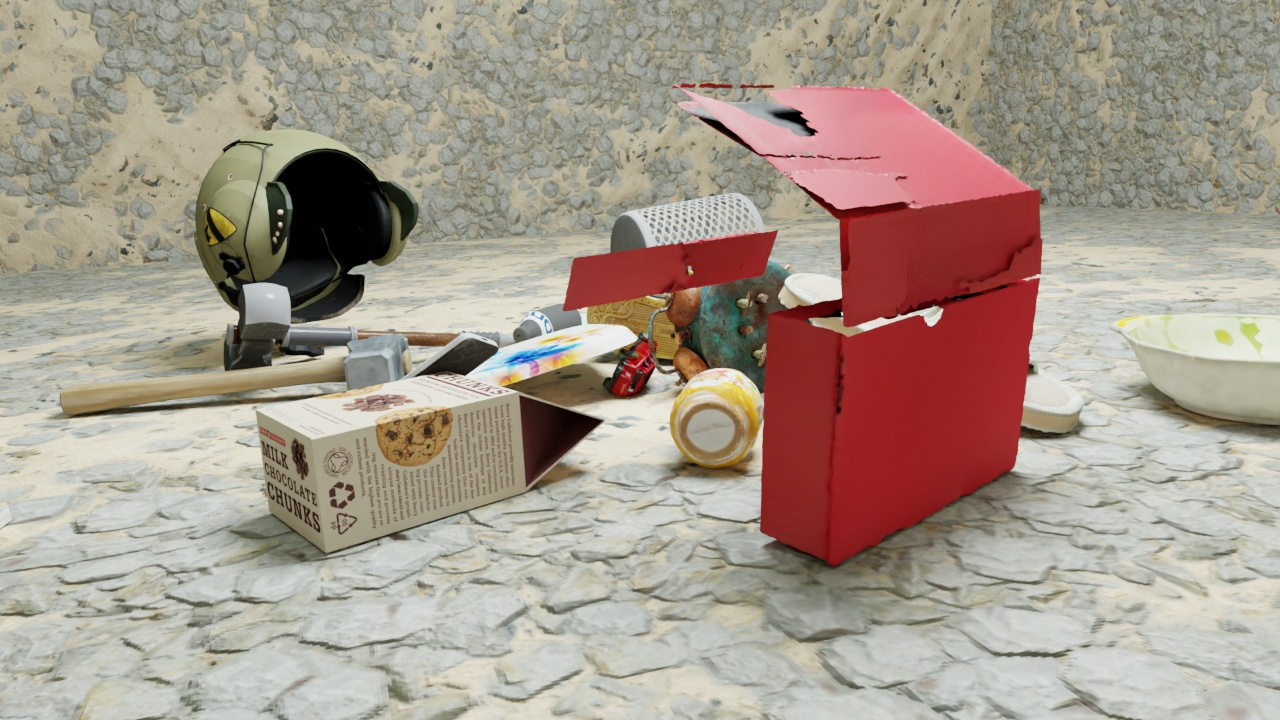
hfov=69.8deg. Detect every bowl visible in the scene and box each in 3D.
[{"bbox_3d":[0.482,0.007,0.715,0.188,0.060,0.220,-12,15,-34],"label":"bowl"}]

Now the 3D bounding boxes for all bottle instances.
[{"bbox_3d":[-0.112,-0.039,1.085,0.047,0.047,0.112,4,14,28],"label":"bottle"},{"bbox_3d":[0.059,0.036,0.669,0.063,0.063,0.109,0,12,13],"label":"bottle"}]

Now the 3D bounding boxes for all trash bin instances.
[{"bbox_3d":[0.065,-0.156,1.335,0.183,0.156,0.156,-11,15,-24],"label":"trash bin"}]

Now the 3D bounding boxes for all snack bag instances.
[{"bbox_3d":[-0.134,0.053,0.617,0.205,0.070,0.094,-13,16,-39],"label":"snack bag"}]

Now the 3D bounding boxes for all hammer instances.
[{"bbox_3d":[-0.387,0.020,0.891,0.322,0.051,0.117,-7,10,-5],"label":"hammer"},{"bbox_3d":[-0.279,-0.025,1.008,0.321,0.043,0.156,1,-26,-33],"label":"hammer"}]

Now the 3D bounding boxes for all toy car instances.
[{"bbox_3d":[-0.005,0.005,0.872,0.036,0.042,0.091,28,23,2],"label":"toy car"}]

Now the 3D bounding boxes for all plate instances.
[{"bbox_3d":[-0.107,-0.006,0.885,0.186,0.016,0.187,-18,9,-18],"label":"plate"}]

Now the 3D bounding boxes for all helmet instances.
[{"bbox_3d":[-0.410,-0.145,1.097,0.233,0.256,0.249,10,16,34],"label":"helmet"}]

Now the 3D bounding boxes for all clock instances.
[{"bbox_3d":[0.081,-0.030,0.840,0.157,0.121,0.073,-14,12,-23],"label":"clock"}]

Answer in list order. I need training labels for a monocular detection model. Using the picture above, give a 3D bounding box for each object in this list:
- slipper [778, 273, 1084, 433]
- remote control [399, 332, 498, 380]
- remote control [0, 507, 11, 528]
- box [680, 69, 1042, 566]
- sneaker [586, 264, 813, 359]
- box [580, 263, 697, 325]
[{"bbox_3d":[0.232,-0.022,0.748,0.263,0.052,0.114,30,28,32],"label":"slipper"},{"bbox_3d":[-0.171,0.026,0.684,0.147,0.008,0.045,-35,-21,14],"label":"remote control"},{"bbox_3d":[-0.427,0.116,0.536,0.050,0.011,0.136,-5,13,-9],"label":"remote control"},{"bbox_3d":[0.138,-0.092,0.531,0.210,0.378,0.124,-15,1,-41],"label":"box"},{"bbox_3d":[0.072,-0.052,0.992,0.239,0.086,0.121,4,17,18],"label":"sneaker"},{"bbox_3d":[-0.021,-0.071,1.158,0.122,0.078,0.198,-34,26,-30],"label":"box"}]
